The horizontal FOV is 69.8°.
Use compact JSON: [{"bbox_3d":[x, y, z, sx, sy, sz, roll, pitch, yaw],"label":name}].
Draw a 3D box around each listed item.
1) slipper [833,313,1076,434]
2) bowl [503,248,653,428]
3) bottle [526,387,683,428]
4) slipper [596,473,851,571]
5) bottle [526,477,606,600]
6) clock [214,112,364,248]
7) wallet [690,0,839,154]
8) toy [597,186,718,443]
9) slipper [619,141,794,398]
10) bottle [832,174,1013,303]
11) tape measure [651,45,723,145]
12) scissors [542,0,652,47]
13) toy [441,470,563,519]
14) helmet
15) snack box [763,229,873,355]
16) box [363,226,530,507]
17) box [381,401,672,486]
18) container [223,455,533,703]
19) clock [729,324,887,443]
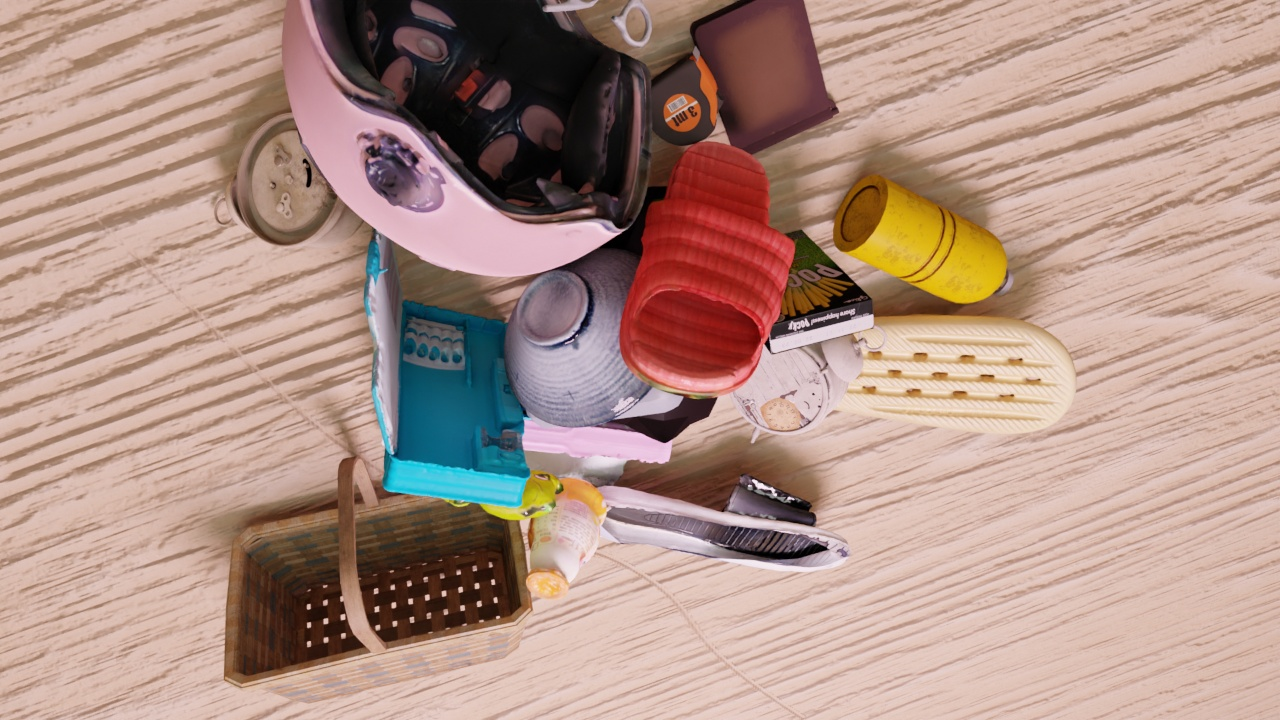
[{"bbox_3d":[0.258,-0.002,0.843,0.261,0.079,0.111,4,118,6],"label":"slipper"},{"bbox_3d":[-0.048,-0.027,0.627,0.137,0.137,0.057,-37,149,8],"label":"bowl"},{"bbox_3d":[-0.004,0.004,0.657,0.161,0.072,0.046,-9,158,22],"label":"bottle"},{"bbox_3d":[0.078,0.150,0.884,0.264,0.063,0.111,8,148,-5],"label":"slipper"},{"bbox_3d":[-0.067,0.152,0.787,0.063,0.108,0.063,5,127,7],"label":"bottle"},{"bbox_3d":[-0.252,-0.121,0.664,0.141,0.054,0.093,-11,85,22],"label":"clock"},{"bbox_3d":[0.098,-0.225,0.717,0.091,0.018,0.116,-25,124,2],"label":"wallet"},{"bbox_3d":[0.014,-0.041,0.724,0.159,0.140,0.184,1,117,-13],"label":"toy"},{"bbox_3d":[0.052,-0.079,0.619,0.103,0.248,0.059,19,139,-4],"label":"slipper"},{"bbox_3d":[0.252,-0.096,0.792,0.163,0.071,0.071,20,112,-22],"label":"bottle"},{"bbox_3d":[0.034,-0.198,0.701,0.058,0.038,0.059,-28,114,25],"label":"tape measure"},{"bbox_3d":[-0.007,-0.283,0.614,0.117,0.014,0.161,8,92,-38],"label":"scissors"},{"bbox_3d":[-0.115,0.108,0.764,0.094,0.094,0.036,-14,113,-50],"label":"toy"},{"bbox_3d":[-0.120,-0.163,0.598,0.255,0.229,0.153,29,140,-31],"label":"helmet"},{"bbox_3d":[0.118,-0.059,0.735,0.080,0.147,0.025,-15,120,-5],"label":"snack box"},{"bbox_3d":[-0.158,0.001,0.659,0.085,0.227,0.170,-38,120,10],"label":"box"},{"bbox_3d":[-0.102,0.063,0.789,0.230,0.161,0.062,8,73,-17],"label":"box"},{"bbox_3d":[-0.222,0.181,0.776,0.250,0.157,0.187,-11,140,-7],"label":"container"},{"bbox_3d":[0.140,0.009,0.789,0.157,0.061,0.103,-27,99,35],"label":"clock"}]
